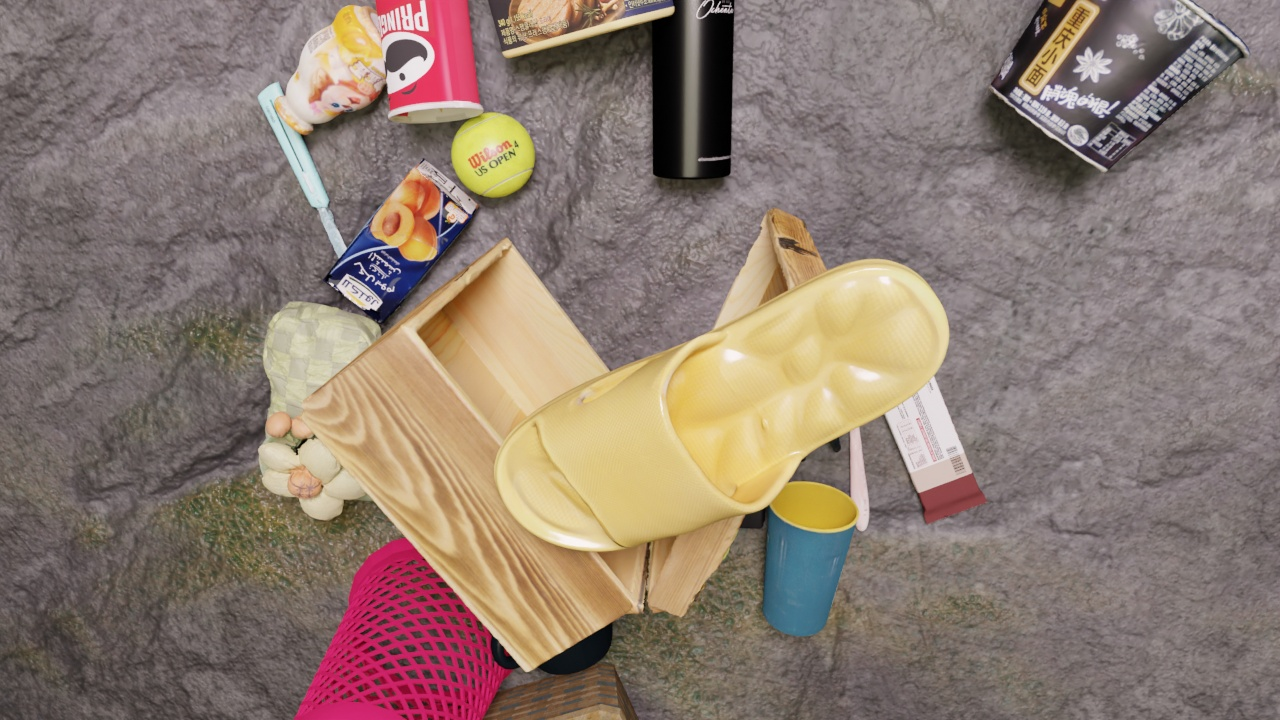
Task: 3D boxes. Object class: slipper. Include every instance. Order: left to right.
[{"bbox_3d":[0.039,0.037,0.484,0.264,0.078,0.099,-29,106,14],"label":"slipper"}]

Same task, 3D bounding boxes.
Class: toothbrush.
[{"bbox_3d":[0.188,0.070,0.801,0.016,0.018,0.181,-6,109,8],"label":"toothbrush"}]

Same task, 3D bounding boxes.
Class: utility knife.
[{"bbox_3d":[-0.275,-0.144,0.776,0.022,0.015,0.179,-17,110,10],"label":"utility knife"}]

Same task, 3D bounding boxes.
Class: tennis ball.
[{"bbox_3d":[-0.116,-0.162,0.725,0.065,0.065,0.065,2,109,5],"label":"tennis ball"}]

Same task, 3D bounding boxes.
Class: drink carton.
[{"bbox_3d":[-0.199,-0.097,0.765,0.064,0.040,0.130,40,107,-15],"label":"drink carton"}]

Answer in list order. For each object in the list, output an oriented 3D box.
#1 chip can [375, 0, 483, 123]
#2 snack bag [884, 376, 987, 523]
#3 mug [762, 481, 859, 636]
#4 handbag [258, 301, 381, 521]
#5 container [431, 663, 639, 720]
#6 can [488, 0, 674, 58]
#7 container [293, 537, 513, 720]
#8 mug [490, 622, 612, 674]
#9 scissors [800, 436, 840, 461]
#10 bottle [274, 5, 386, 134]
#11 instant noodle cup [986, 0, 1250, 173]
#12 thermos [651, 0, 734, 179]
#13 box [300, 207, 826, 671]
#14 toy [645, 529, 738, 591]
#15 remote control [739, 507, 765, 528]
[{"bbox_3d":[-0.162,-0.290,0.664,0.069,0.069,0.220,-5,98,7],"label":"chip can"},{"bbox_3d":[0.247,0.067,0.795,0.057,0.013,0.158,-24,105,11],"label":"snack bag"},{"bbox_3d":[0.145,0.179,0.815,0.078,0.078,0.121,5,114,4],"label":"mug"},{"bbox_3d":[-0.278,0.048,0.785,0.113,0.116,0.187,4,111,4],"label":"handbag"},{"bbox_3d":[-0.110,0.408,0.855,0.250,0.186,0.157,-19,106,11],"label":"container"},{"bbox_3d":[-0.051,-0.282,0.649,0.135,0.075,0.104,3,116,40],"label":"can"},{"bbox_3d":[-0.208,0.289,0.803,0.183,0.225,0.183,2,109,5],"label":"container"},{"bbox_3d":[-0.085,0.234,0.832,0.085,0.121,0.094,5,115,45],"label":"mug"},{"bbox_3d":[0.129,0.036,0.773,0.128,0.019,0.141,16,125,-15],"label":"scissors"},{"bbox_3d":[-0.236,-0.224,0.717,0.109,0.063,0.063,-36,102,16],"label":"bottle"},{"bbox_3d":[0.321,-0.205,0.638,0.137,0.137,0.112,33,117,-6],"label":"instant noodle cup"},{"bbox_3d":[0.039,-0.255,0.680,0.061,0.061,0.231,1,109,5],"label":"thermos"},{"bbox_3d":[0.007,0.016,0.665,0.316,0.278,0.282,-33,103,13],"label":"box"},{"bbox_3d":[0.029,0.164,0.834,0.092,0.046,0.115,36,115,-6],"label":"toy"},{"bbox_3d":[0.097,0.086,0.815,0.032,0.015,0.136,1,109,5],"label":"remote control"}]
